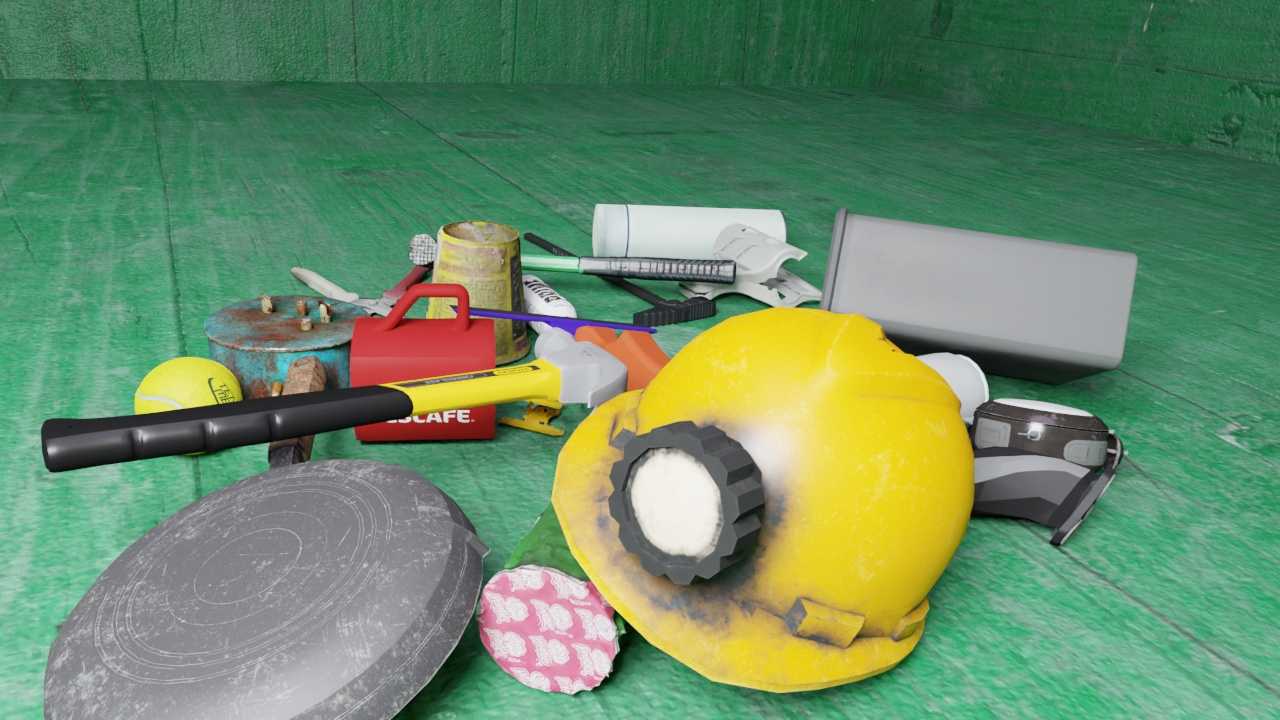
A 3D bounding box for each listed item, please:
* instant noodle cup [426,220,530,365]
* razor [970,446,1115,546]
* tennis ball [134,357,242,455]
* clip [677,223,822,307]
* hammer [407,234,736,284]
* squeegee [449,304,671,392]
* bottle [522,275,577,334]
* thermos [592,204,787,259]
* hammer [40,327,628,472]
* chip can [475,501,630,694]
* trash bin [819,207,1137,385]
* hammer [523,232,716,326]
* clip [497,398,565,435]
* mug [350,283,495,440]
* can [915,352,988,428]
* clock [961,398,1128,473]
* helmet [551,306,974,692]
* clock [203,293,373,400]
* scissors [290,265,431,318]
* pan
[{"bbox_3d":[-0.143,-0.061,0.804,0.102,0.108,0.102,6,23,-3],"label":"instant noodle cup"},{"bbox_3d":[0.223,0.083,0.605,0.156,0.057,0.060,10,56,13],"label":"razor"},{"bbox_3d":[-0.303,0.030,0.618,0.065,0.065,0.065,3,23,-2],"label":"tennis ball"},{"bbox_3d":[0.115,-0.107,1.000,0.150,0.110,0.126,4,18,-26],"label":"clip"},{"bbox_3d":[-0.063,-0.097,0.934,0.319,0.032,0.130,3,-1,1],"label":"hammer"},{"bbox_3d":[-0.004,0.004,0.744,0.185,0.055,0.249,22,12,36],"label":"squeegee"},{"bbox_3d":[-0.087,-0.045,0.862,0.041,0.041,0.116,-9,26,-27],"label":"bottle"},{"bbox_3d":[0.058,-0.152,1.105,0.230,0.068,0.067,2,23,-7],"label":"thermos"},{"bbox_3d":[-0.149,0.024,0.522,0.322,0.029,0.127,-8,21,-34],"label":"hammer"},{"bbox_3d":[-0.012,0.087,0.524,0.075,0.075,0.222,10,24,13],"label":"chip can"},{"bbox_3d":[0.266,-0.047,0.776,0.220,0.097,0.191,10,-4,11],"label":"trash bin"},{"bbox_3d":[-0.054,-0.100,1.032,0.094,0.015,0.325,-13,28,-33],"label":"hammer"},{"bbox_3d":[-0.078,0.040,0.696,0.054,0.048,0.046,11,66,17],"label":"clip"},{"bbox_3d":[-0.153,-0.001,0.652,0.096,0.116,0.080,0,28,-10],"label":"mug"},{"bbox_3d":[0.209,0.030,0.705,0.127,0.064,0.064,-8,26,-27],"label":"can"},{"bbox_3d":[0.291,0.052,0.663,0.122,0.044,0.091,6,4,-24],"label":"clock"},{"bbox_3d":[0.090,0.042,0.478,0.205,0.132,0.254,43,29,24],"label":"helmet"},{"bbox_3d":[-0.264,-0.016,0.725,0.121,0.073,0.157,13,24,21],"label":"clock"},{"bbox_3d":[-0.282,-0.069,0.921,0.179,0.015,0.198,9,24,10],"label":"scissors"},{"bbox_3d":[-0.196,0.073,0.496,0.207,0.040,0.356,-16,31,-7],"label":"pan"}]
